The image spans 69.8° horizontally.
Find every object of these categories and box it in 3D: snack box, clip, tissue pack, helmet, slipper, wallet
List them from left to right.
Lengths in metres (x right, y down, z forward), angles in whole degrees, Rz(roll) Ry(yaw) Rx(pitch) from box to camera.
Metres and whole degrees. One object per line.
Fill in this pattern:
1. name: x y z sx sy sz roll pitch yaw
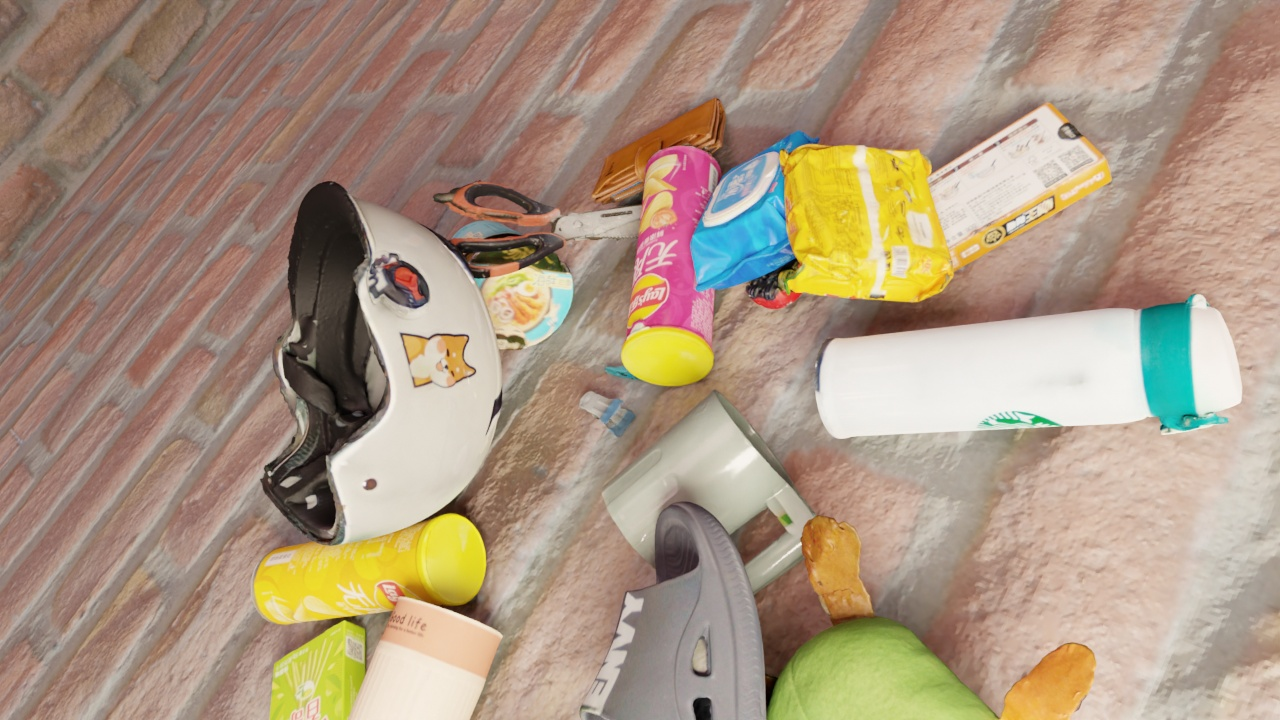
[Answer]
1. snack box: -0.258 0.296 0.729 0.086 0.026 0.156 -32 44 16
2. helmet: -0.193 0.007 0.726 0.231 0.156 0.273 -23 65 51
3. clip: -0.030 0.041 0.755 0.058 0.042 0.026 25 76 50
4. clip: -0.005 0.004 0.765 0.054 0.013 0.033 28 79 47
5. wallet: 0.018 -0.194 0.875 0.131 0.035 0.118 -24 24 22
6. slipper: 0.015 0.203 0.485 0.111 0.083 0.267 123 146 -60
7. tissue pack: 0.093 -0.118 0.723 0.095 0.052 0.156 -25 28 37
8. snack box: 0.240 -0.114 0.652 0.154 0.026 0.075 -32 44 16

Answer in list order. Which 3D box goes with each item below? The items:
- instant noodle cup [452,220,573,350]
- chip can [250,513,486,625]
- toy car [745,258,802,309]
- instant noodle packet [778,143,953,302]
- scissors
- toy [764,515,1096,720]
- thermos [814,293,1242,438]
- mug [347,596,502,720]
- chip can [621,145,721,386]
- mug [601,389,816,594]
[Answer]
1. instant noodle cup: -0.137 -0.081 0.880 0.111 0.111 0.120 -46 34 -1
2. chip can: -0.231 0.178 0.766 0.214 0.072 0.071 -15 50 30
3. toy car: 0.128 -0.082 0.710 0.106 0.031 0.049 -50 24 -13
4. instant noodle packet: 0.151 -0.095 0.633 0.111 0.044 0.128 2 55 1
5. scissors: -0.078 -0.126 0.816 0.206 0.015 0.201 33 56 6
6. toy: 0.126 0.206 0.441 0.227 0.089 0.246 -57 42 23
7. thermos: 0.220 0.011 0.541 0.225 0.073 0.073 -6 54 35
8. mug: -0.163 0.237 0.668 0.115 0.081 0.105 -27 39 59
9. chip can: 0.029 -0.083 0.765 0.072 0.071 0.210 -17 48 28
10. mug: 0.048 0.098 0.609 0.103 0.083 0.124 -39 67 8
